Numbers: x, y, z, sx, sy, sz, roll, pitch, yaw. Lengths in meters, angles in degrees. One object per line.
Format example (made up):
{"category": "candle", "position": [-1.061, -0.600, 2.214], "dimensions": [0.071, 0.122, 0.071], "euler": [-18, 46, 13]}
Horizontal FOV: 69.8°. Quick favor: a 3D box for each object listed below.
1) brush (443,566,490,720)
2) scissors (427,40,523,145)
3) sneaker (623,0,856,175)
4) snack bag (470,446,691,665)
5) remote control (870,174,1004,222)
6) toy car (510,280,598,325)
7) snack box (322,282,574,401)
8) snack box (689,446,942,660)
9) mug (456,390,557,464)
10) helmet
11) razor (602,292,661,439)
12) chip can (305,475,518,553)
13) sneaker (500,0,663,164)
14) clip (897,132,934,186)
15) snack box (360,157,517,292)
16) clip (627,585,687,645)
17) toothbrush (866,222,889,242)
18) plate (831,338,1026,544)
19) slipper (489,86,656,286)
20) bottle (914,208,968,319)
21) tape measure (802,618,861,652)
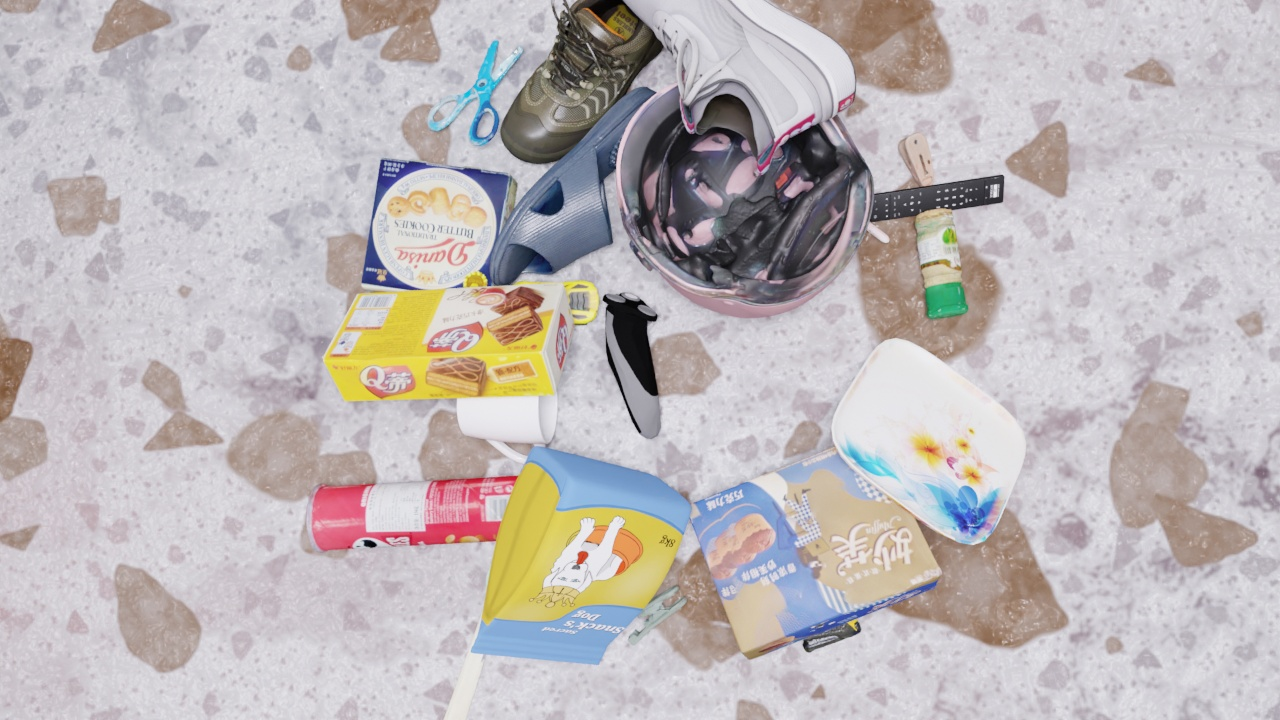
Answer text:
{"category": "brush", "position": [-0.170, 0.299, 0.982], "dimensions": [0.033, 0.012, 0.217], "euler": [18, 90, 4]}
{"category": "scissors", "position": [-0.166, -0.290, 0.999], "dimensions": [0.140, 0.013, 0.114], "euler": [-45, 61, -2]}
{"category": "sneaker", "position": [0.059, -0.275, 0.839], "dimensions": [0.263, 0.097, 0.128], "euler": [39, 78, 16]}
{"category": "snack bag", "position": [-0.064, 0.204, 0.906], "dimensions": [0.158, 0.102, 0.205], "euler": [19, 97, -35]}
{"category": "remote control", "position": [0.312, -0.171, 0.967], "dimensions": [0.140, 0.009, 0.030], "euler": [-8, 120, 3]}
{"category": "toy car", "position": [-0.097, -0.062, 0.987], "dimensions": [0.107, 0.030, 0.049], "euler": [-1, 88, 5]}
{"category": "snack box", "position": [-0.191, -0.018, 0.933], "dimensions": [0.230, 0.062, 0.109], "euler": [-2, 42, 11]}
{"category": "snack box", "position": [0.168, 0.185, 0.911], "dimensions": [0.203, 0.069, 0.155], "euler": [-22, 65, 3]}
{"category": "mug", "position": [-0.138, 0.061, 0.967], "dimensions": [0.088, 0.080, 0.114], "euler": [0, 118, 9]}
{"category": "helmet", "position": [0.100, -0.157, 0.916], "dimensions": [0.255, 0.152, 0.230], "euler": [38, 87, 14]}
{"category": "razor", "position": [-0.006, 0.006, 0.966], "dimensions": [0.060, 0.057, 0.156], "euler": [-2, 95, 32]}
{"category": "chip can", "position": [-0.223, 0.159, 0.963], "dimensions": [0.233, 0.073, 0.073], "euler": [-4, 86, 3]}
{"category": "sneaker", "position": [-0.055, -0.306, 0.941], "dimensions": [0.101, 0.143, 0.238], "euler": [41, 91, 5]}
{"category": "clip", "position": [0.292, -0.213, 0.974], "dimensions": [0.024, 0.039, 0.060], "euler": [-20, 109, 3]}
{"category": "snack box", "position": [-0.216, -0.138, 0.993], "dimensions": [0.144, 0.042, 0.145], "euler": [7, 87, 4]}
{"category": "clip", "position": [0.017, 0.272, 0.964], "dimensions": [0.078, 0.023, 0.049], "euler": [-23, 88, 4]}
{"category": "toothbrush", "position": [0.190, -0.179, 0.980], "dimensions": [0.181, 0.015, 0.018], "euler": [38, 97, 6]}
{"category": "plate", "position": [0.286, 0.078, 0.913], "dimensions": [0.187, 0.016, 0.186], "euler": [37, 54, 5]}
{"category": "slipper", "position": [-0.050, -0.167, 0.951], "dimensions": [0.082, 0.101, 0.263], "euler": [40, 85, 14]}
{"category": "bottle", "position": [0.313, -0.100, 0.954], "dimensions": [0.043, 0.043, 0.111], "euler": [-7, 85, 3]}
{"category": "tape measure", "position": [0.187, 0.258, 0.944], "dimensions": [0.065, 0.037, 0.064], "euler": [-22, 86, 0]}
